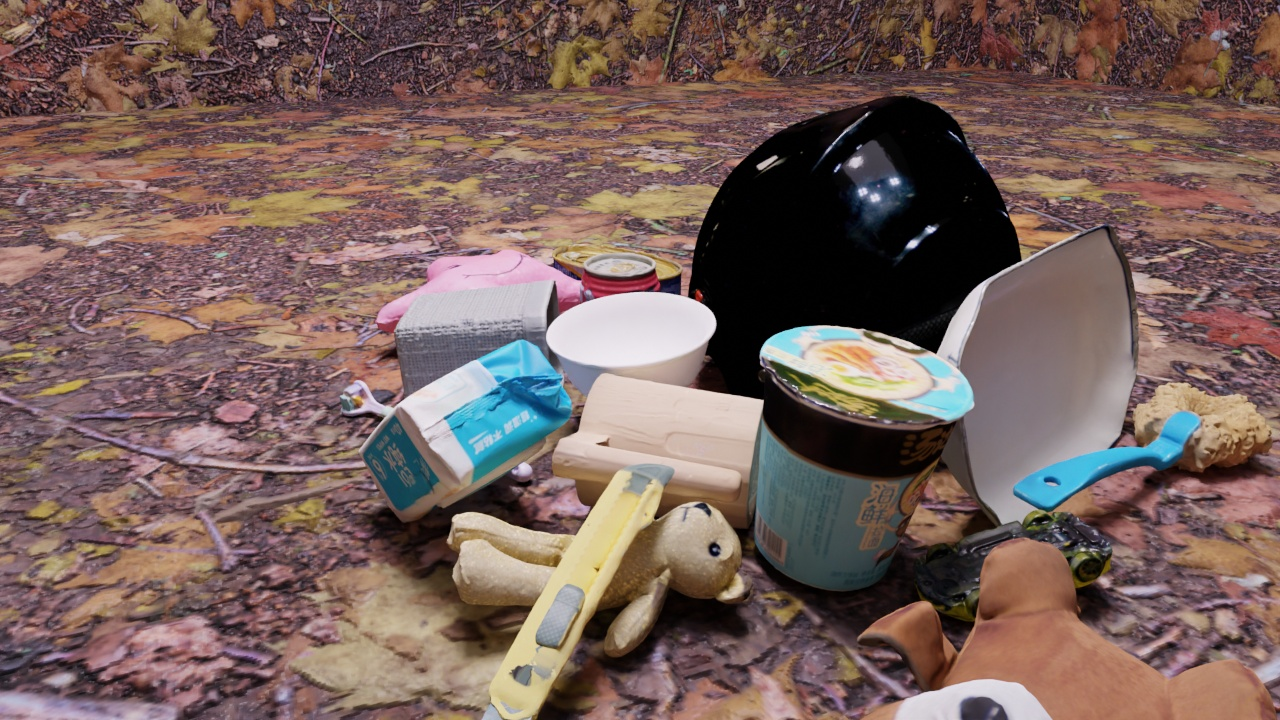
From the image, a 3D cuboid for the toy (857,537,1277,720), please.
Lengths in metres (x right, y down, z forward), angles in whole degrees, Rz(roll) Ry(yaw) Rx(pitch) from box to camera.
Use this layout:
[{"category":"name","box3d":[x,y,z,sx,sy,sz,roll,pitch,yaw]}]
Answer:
[{"category":"toy","box3d":[0.124,0.149,0.316,0.199,0.131,0.140,-25,39,-27]}]

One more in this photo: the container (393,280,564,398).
[{"category":"container","box3d":[-0.121,-0.006,0.706,0.114,0.090,0.090,-3,23,1]}]

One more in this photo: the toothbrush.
[{"category":"toothbrush","box3d":[-0.149,0.051,0.656,0.189,0.029,0.021,17,-9,33]}]

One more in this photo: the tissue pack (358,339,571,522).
[{"category":"tissue pack","box3d":[-0.104,0.046,0.544,0.089,0.063,0.140,-31,-2,-33]}]

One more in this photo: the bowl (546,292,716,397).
[{"category":"bowl","box3d":[-0.004,0.004,0.653,0.118,0.065,0.118,-5,27,2]}]

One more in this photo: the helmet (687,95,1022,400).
[{"category":"helmet","box3d":[0.152,-0.072,0.706,0.232,0.230,0.275,-14,7,-33]}]

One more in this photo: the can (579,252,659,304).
[{"category":"can","box3d":[-0.017,-0.037,0.765,0.066,0.094,0.066,0,23,0]}]

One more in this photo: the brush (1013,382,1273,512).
[{"category":"brush","box3d":[0.325,0.058,0.595,0.254,0.046,0.083,-10,28,-35]}]

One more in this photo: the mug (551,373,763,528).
[{"category":"mug","box3d":[0.016,0.057,0.545,0.103,0.084,0.124,7,4,13]}]

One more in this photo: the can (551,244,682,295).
[{"category":"can","box3d":[-0.024,-0.078,0.918,0.148,0.049,0.074,16,28,33]}]

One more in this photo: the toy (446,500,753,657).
[{"category":"toy","box3d":[-0.022,0.101,0.480,0.157,0.066,0.105,2,28,-11]}]

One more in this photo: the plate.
[{"category":"plate","box3d":[0.260,0.005,0.599,0.264,0.162,0.034,-23,18,-40]}]

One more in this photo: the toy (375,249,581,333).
[{"category":"toy","box3d":[-0.151,-0.059,0.841,0.194,0.075,0.179,-22,32,-39]}]

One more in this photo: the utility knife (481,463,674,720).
[{"category":"utility knife","box3d":[-0.037,0.122,0.419,0.031,0.021,0.206,18,55,18]}]

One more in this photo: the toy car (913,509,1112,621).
[{"category":"toy car","box3d":[0.200,0.114,0.496,0.105,0.032,0.048,-16,26,-7]}]

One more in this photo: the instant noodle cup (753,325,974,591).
[{"category":"instant noodle cup","box3d":[0.112,0.057,0.507,0.111,0.121,0.111,5,27,-3]}]
